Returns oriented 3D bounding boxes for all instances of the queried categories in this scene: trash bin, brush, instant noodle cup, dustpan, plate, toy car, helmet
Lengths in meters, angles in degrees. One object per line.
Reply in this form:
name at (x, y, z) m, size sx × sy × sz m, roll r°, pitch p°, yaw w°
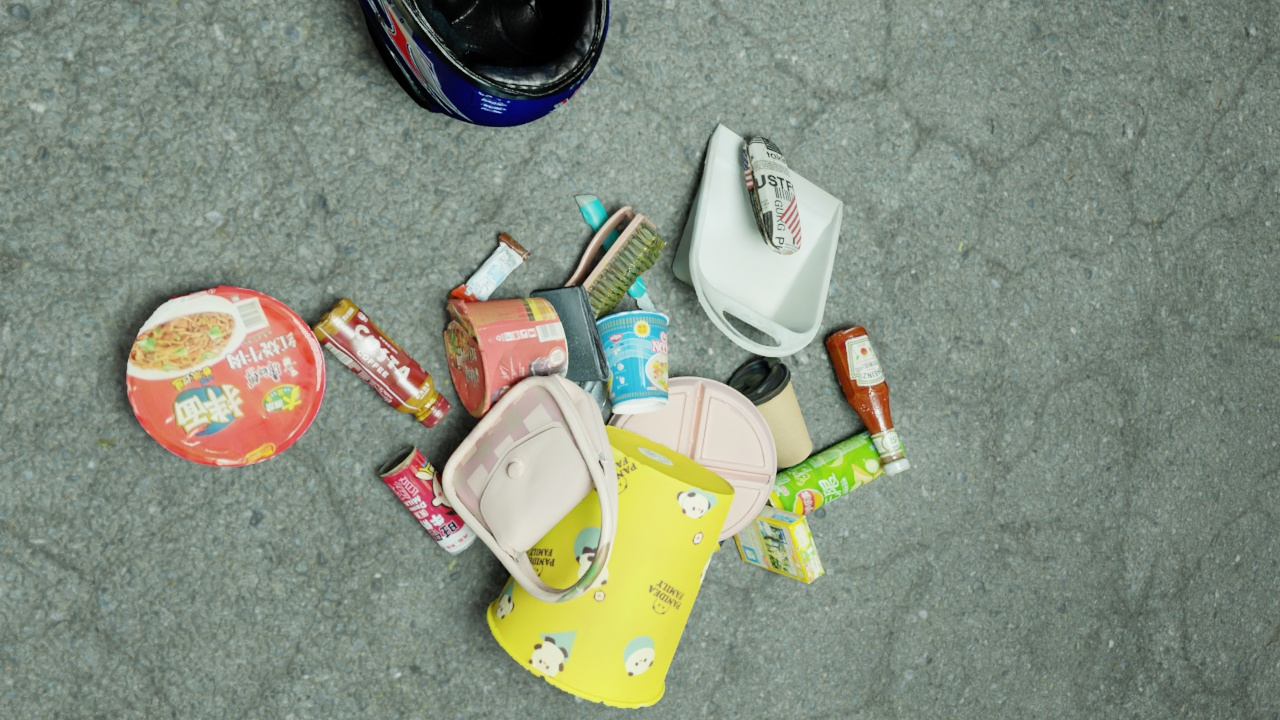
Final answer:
trash bin at (-0.025, 0.228, 1.074) m, size 0.229 × 0.229 × 0.255 m, roll 22°, pitch 96°, yaw -22°
brush at (-0.037, -0.116, 1.124) m, size 0.073 × 0.063 × 0.146 m, roll 41°, pitch 97°, yaw 14°
instant noodle cup at (-0.443, 0.014, 0.992) m, size 0.193 × 0.066 × 0.194 m, roll -3°, pitch 99°, yaw -20°
dustpan at (0.159, -0.138, 1.162) m, size 0.222 × 0.143 × 0.257 m, roll 26°, pitch 89°, yaw -22°
plate at (0.060, 0.135, 1.173) m, size 0.229 × 0.028 × 0.229 m, roll 0°, pitch 102°, yaw 2°
instant noodle cup at (-0.154, -0.010, 1.066) m, size 0.108 × 0.138 × 0.138 m, roll -13°, pitch 101°, yaw -27°
toy car at (-0.061, 0.052, 1.160) m, size 0.043 × 0.034 × 0.090 m, roll 28°, pitch 88°, yaw -25°
instant noodle cup at (-0.007, 0.007, 1.121) m, size 0.099 × 0.099 × 0.109 m, roll -2°, pitch 74°, yaw -21°
helmet at (-0.179, -0.395, 0.938) m, size 0.247 × 0.240 × 0.315 m, roll -42°, pitch 120°, yaw -10°

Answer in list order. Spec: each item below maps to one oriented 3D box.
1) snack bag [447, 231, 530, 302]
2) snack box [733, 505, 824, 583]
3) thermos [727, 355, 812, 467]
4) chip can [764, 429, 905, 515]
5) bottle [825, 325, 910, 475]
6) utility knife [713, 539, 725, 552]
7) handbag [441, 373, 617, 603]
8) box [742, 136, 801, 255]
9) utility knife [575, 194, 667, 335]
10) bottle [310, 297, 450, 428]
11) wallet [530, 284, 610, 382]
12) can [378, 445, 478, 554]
snack bag at (-0.180, -0.102, 1.097) m, size 0.048 × 0.026 × 0.104 m, roll 40°, pitch 81°, yaw -27°
snack box at (0.175, 0.237, 1.215) m, size 0.033 × 0.141 × 0.087 m, roll -28°, pitch 106°, yaw -26°
thermos at (0.176, 0.070, 1.226) m, size 0.093 × 0.093 × 0.143 m, roll -37°, pitch 115°, yaw -13°
chip can at (0.264, 0.159, 1.276) m, size 0.221 × 0.073 × 0.072 m, roll -23°, pitch 104°, yaw -16°
bottle at (0.314, 0.055, 1.252) m, size 0.059 × 0.060 × 0.206 m, roll -16°, pitch 80°, yaw -18°
utility knife at (0.044, 0.275, 1.238) m, size 0.171 × 0.015 × 0.033 m, roll -27°, pitch 103°, yaw -15°
handbag at (-0.102, 0.150, 0.990) m, size 0.194 × 0.234 × 0.093 m, roll -45°, pitch 144°, yaw 19°
box at (0.170, -0.210, 1.161) m, size 0.068 × 0.051 × 0.164 m, roll 9°, pitch 63°, yaw -53°
utility knife at (-0.020, -0.116, 1.163) m, size 0.029 × 0.013 × 0.218 m, roll -32°, pitch 105°, yaw -12°
bottle at (-0.293, 0.007, 1.052) m, size 0.057 × 0.057 × 0.175 m, roll -47°, pitch 110°, yaw -10°
wallet at (-0.087, -0.030, 1.107) m, size 0.019 × 0.097 × 0.121 m, roll -25°, pitch 106°, yaw -42°
can at (-0.249, 0.167, 1.092) m, size 0.053 × 0.053 × 0.133 m, roll -40°, pitch 109°, yaw -12°
